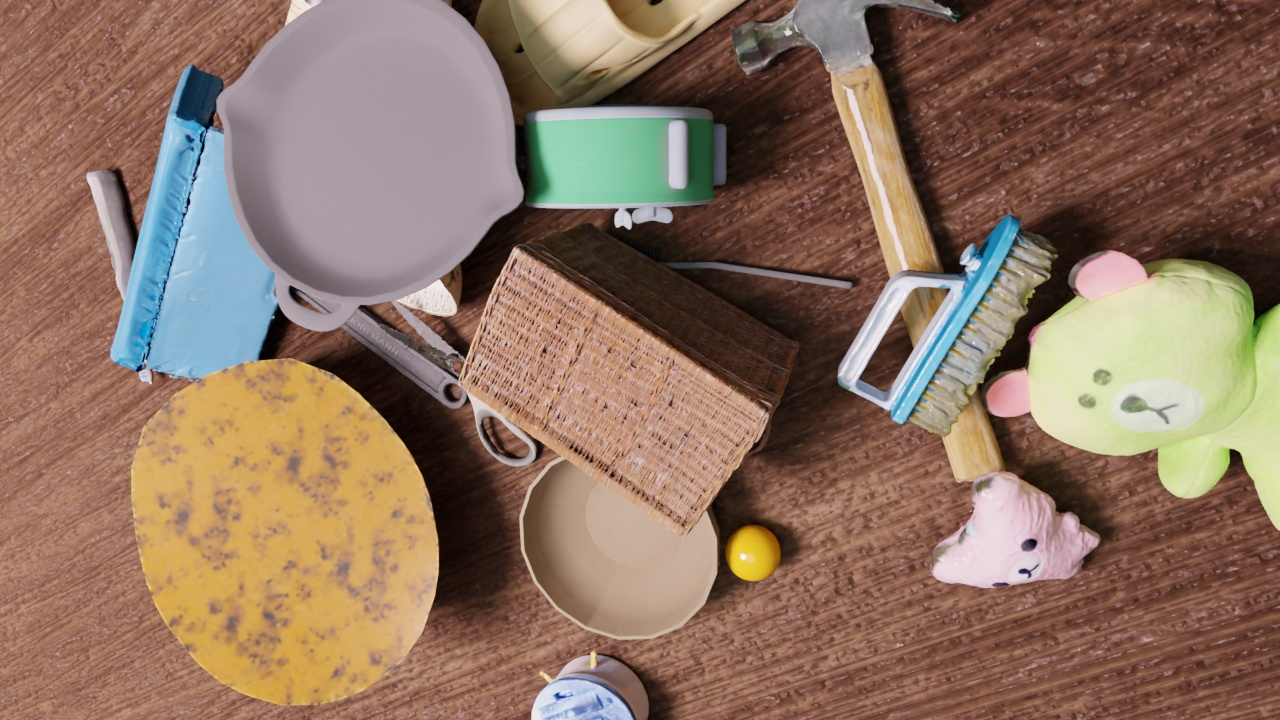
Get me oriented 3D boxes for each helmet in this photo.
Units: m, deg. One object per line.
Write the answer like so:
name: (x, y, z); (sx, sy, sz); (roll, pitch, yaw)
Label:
helmet: (-0.265, 0.130, 0.726); (0.205, 0.131, 0.255); (-26, 89, -9)

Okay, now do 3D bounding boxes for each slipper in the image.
slipper: (-0.012, -0.246, 0.583); (0.262, 0.079, 0.111); (-24, 92, 21)

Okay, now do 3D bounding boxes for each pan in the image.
pan: (-0.145, -0.189, 0.564); (0.216, 0.024, 0.354); (20, 93, 14)

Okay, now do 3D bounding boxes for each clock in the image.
clock: (-0.032, -0.126, 0.596); (0.162, 0.121, 0.075); (4, 103, 23)
clock: (-0.031, 0.297, 0.736); (0.089, 0.051, 0.125); (-26, 94, 21)

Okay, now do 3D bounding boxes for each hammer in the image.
hammer: (0.173, -0.078, 0.590); (0.132, 0.033, 0.330); (-17, 98, 20)

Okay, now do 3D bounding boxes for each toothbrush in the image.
toothbrush: (0.063, -0.063, 0.637); (0.167, 0.012, 0.013); (10, 98, 15)
toothbrush: (-0.443, -0.070, 0.794); (0.024, 0.022, 0.186); (-11, 102, -16)

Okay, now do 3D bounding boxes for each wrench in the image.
wrench: (-0.248, -0.047, 0.740); (0.273, 0.018, 0.073); (35, 110, 5)

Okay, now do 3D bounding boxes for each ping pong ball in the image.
ping pong ball: (0.082, 0.140, 0.666); (0.040, 0.040, 0.040); (4, 104, 17)

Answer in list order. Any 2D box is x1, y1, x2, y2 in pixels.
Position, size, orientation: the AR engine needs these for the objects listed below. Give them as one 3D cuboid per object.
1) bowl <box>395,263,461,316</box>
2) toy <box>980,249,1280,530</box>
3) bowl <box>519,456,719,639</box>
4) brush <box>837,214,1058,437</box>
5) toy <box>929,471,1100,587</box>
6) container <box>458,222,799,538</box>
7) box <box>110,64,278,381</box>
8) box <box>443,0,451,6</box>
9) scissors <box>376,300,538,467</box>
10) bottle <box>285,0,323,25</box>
bowl: (-0.181, -0.097, 0.664); (0.145, 0.145, 0.063); (23, 71, 11)
toy: (0.324, 0.008, 0.530); (0.197, 0.107, 0.150); (32, 134, 18)
bowl: (-0.011, 0.128, 0.688); (0.152, 0.050, 0.152); (4, 105, 17)
brush: (0.183, -0.028, 0.553); (0.075, 0.055, 0.136); (28, 111, 4)
toy: (0.250, 0.118, 0.601); (0.096, 0.052, 0.099); (15, 126, -2)
container: (-0.004, 0.003, 0.613); (0.198, 0.112, 0.114); (33, 121, 8)
box: (-0.330, -0.095, 0.721); (0.112, 0.094, 0.232); (15, 123, -28)
box: (-0.152, -0.185, 0.648); (0.084, 0.136, 0.146); (-7, 77, 24)
scissors: (-0.122, 0.009, 0.707); (0.150, 0.012, 0.165); (-17, 103, 16)
bottle: (-0.258, -0.195, 0.691); (0.045, 0.045, 0.185); (31, 112, 9)
